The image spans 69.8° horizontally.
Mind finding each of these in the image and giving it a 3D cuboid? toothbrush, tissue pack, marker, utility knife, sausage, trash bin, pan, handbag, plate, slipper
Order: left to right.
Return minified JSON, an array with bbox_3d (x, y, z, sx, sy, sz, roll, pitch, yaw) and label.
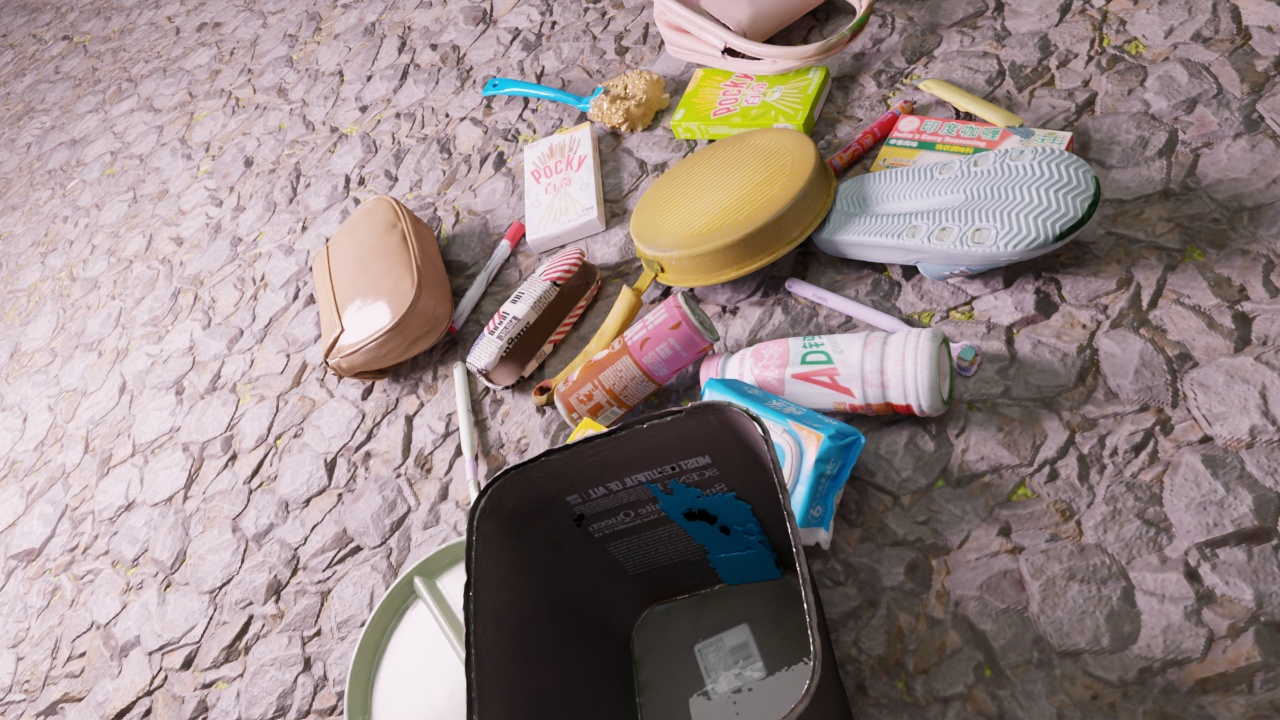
[{"bbox_3d":[-0.275,-0.075,0.983,0.148,0.100,0.204,-33,49,11],"label":"handbag"},{"bbox_3d":[-0.162,0.071,0.873,0.029,0.020,0.189,-49,41,31],"label":"toothbrush"},{"bbox_3d":[-0.131,0.245,0.730,0.230,0.027,0.229,-13,52,18],"label":"plate"},{"bbox_3d":[-0.166,-0.091,0.989,0.017,0.017,0.145,16,66,33],"label":"marker"},{"bbox_3d":[0.027,-0.088,0.865,0.357,0.078,0.197,-37,34,-6],"label":"pan"},{"bbox_3d":[0.028,0.172,0.579,0.199,0.220,0.198,-19,52,14],"label":"trash bin"},{"bbox_3d":[0.097,0.074,0.694,0.140,0.063,0.090,25,104,36],"label":"tissue pack"},{"bbox_3d":[0.144,-0.384,0.991,0.193,0.093,0.234,-37,53,-11],"label":"handbag"},{"bbox_3d":[0.208,-0.205,0.887,0.156,0.020,0.020,-39,50,-4],"label":"sausage"},{"bbox_3d":[0.197,-0.035,0.774,0.021,0.029,0.189,-17,34,-41],"label":"toothbrush"},{"bbox_3d":[0.254,-0.113,0.770,0.246,0.074,0.103,6,60,47],"label":"slipper"},{"bbox_3d":[0.306,-0.235,0.841,0.031,0.019,0.176,-16,31,-10],"label":"utility knife"}]

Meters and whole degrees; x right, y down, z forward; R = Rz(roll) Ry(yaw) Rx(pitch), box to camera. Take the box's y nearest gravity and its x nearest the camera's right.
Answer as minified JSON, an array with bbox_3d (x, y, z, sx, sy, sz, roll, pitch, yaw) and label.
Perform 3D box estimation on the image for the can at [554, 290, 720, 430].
[{"bbox_3d":[-0.005,0.005,0.798,0.147,0.058,0.058,-37,48,14],"label":"can"}]

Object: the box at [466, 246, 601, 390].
[{"bbox_3d":[-0.113,-0.051,0.897,0.075,0.076,0.163,29,76,43],"label":"box"}]

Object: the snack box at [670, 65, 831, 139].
[{"bbox_3d":[0.116,-0.274,0.976,0.157,0.026,0.085,10,61,31],"label":"snack box"}]

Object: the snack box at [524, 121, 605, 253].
[{"bbox_3d":[-0.086,-0.193,1.016,0.085,0.027,0.156,-17,52,14],"label":"snack box"}]

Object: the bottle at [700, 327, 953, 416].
[{"bbox_3d":[0.145,0.011,0.738,0.197,0.068,0.068,-1,57,30],"label":"bottle"}]

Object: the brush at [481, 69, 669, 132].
[{"bbox_3d":[-0.083,-0.312,1.080,0.255,0.046,0.083,15,68,27],"label":"brush"}]

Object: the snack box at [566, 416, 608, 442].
[{"bbox_3d":[0.012,0.102,0.721,0.140,0.087,0.033,24,70,36],"label":"snack box"}]

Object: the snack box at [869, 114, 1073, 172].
[{"bbox_3d":[0.293,-0.177,0.821,0.156,0.027,0.076,17,65,34],"label":"snack box"}]
